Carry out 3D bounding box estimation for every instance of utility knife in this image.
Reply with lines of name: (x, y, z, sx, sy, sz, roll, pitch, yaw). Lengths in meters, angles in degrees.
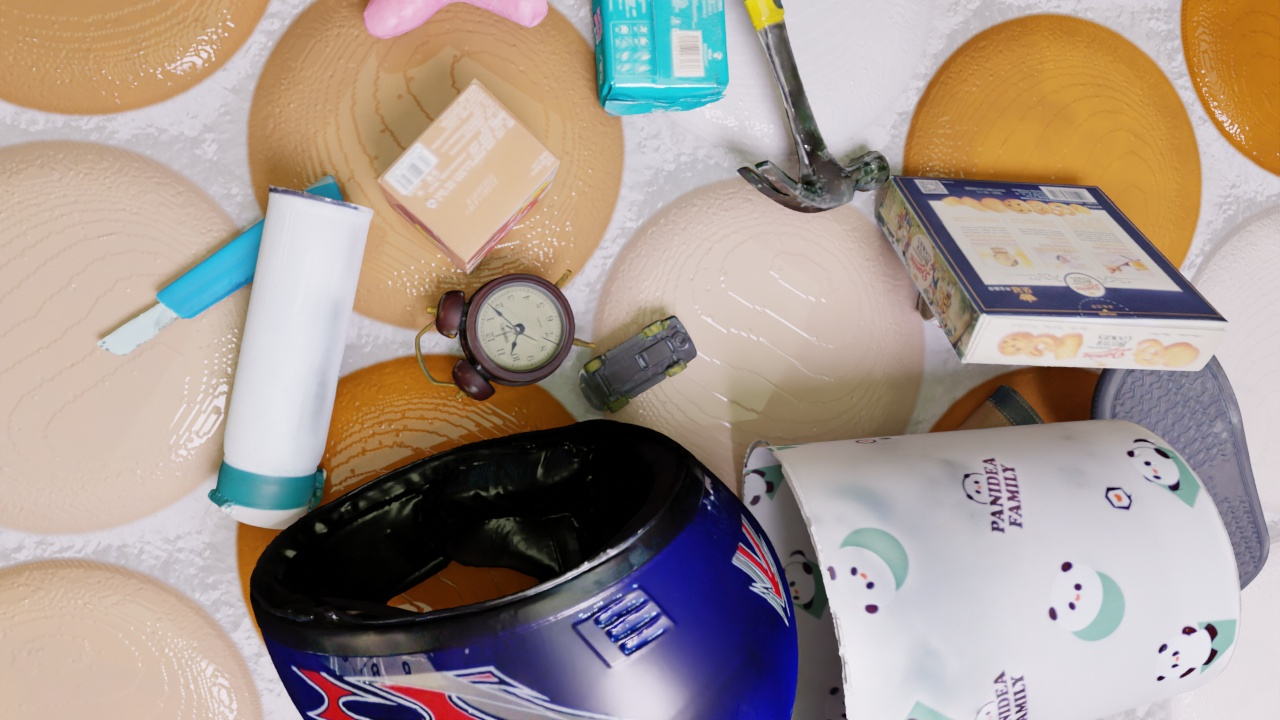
utility knife: (-0.287, -0.062, 0.636, 0.194, 0.018, 0.034, -36, 102, -9)

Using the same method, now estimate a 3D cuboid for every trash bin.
trash bin: (0.216, 0.148, 0.611, 0.252, 0.229, 0.229, -8, 91, -7)

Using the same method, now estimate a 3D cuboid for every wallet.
wallet: (0.278, 0.089, 0.729, 0.115, 0.033, 0.090, -41, 94, -7)

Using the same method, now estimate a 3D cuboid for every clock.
clock: (-0.098, -0.018, 0.651, 0.121, 0.055, 0.082, -18, 93, -12)

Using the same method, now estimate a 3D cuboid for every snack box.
snack box: (0.286, -0.068, 0.663, 0.178, 0.182, 0.046, 1, 131, -10)
snack box: (-0.116, -0.121, 0.629, 0.077, 0.094, 0.092, 42, 83, -7)

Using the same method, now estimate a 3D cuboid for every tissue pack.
tissue pack: (0.013, -0.250, 0.673, 0.093, 0.050, 0.133, -3, 89, -10)

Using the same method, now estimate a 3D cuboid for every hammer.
hammer: (0.086, -0.261, 0.656, 0.125, 0.032, 0.323, -27, 102, -33)

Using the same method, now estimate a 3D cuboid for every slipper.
slipper: (0.416, 0.085, 0.736, 0.110, 0.083, 0.268, -35, 113, 0)

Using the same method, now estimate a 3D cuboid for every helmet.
helmet: (-0.059, 0.188, 0.572, 0.316, 0.246, 0.240, -11, 111, 19)

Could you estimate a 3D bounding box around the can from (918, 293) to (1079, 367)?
can: (0.290, -0.037, 0.719, 0.132, 0.053, 0.053, 15, 87, -9)

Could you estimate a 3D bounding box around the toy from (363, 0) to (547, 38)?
toy: (-0.151, -0.318, 0.636, 0.178, 0.074, 0.194, -2, 87, 0)

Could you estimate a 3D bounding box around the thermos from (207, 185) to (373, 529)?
thermos: (-0.232, 0.001, 0.617, 0.073, 0.073, 0.224, 12, 94, -10)

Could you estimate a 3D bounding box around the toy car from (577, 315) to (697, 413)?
toy car: (-0.004, 0.004, 0.678, 0.090, 0.035, 0.042, -31, 93, -8)
